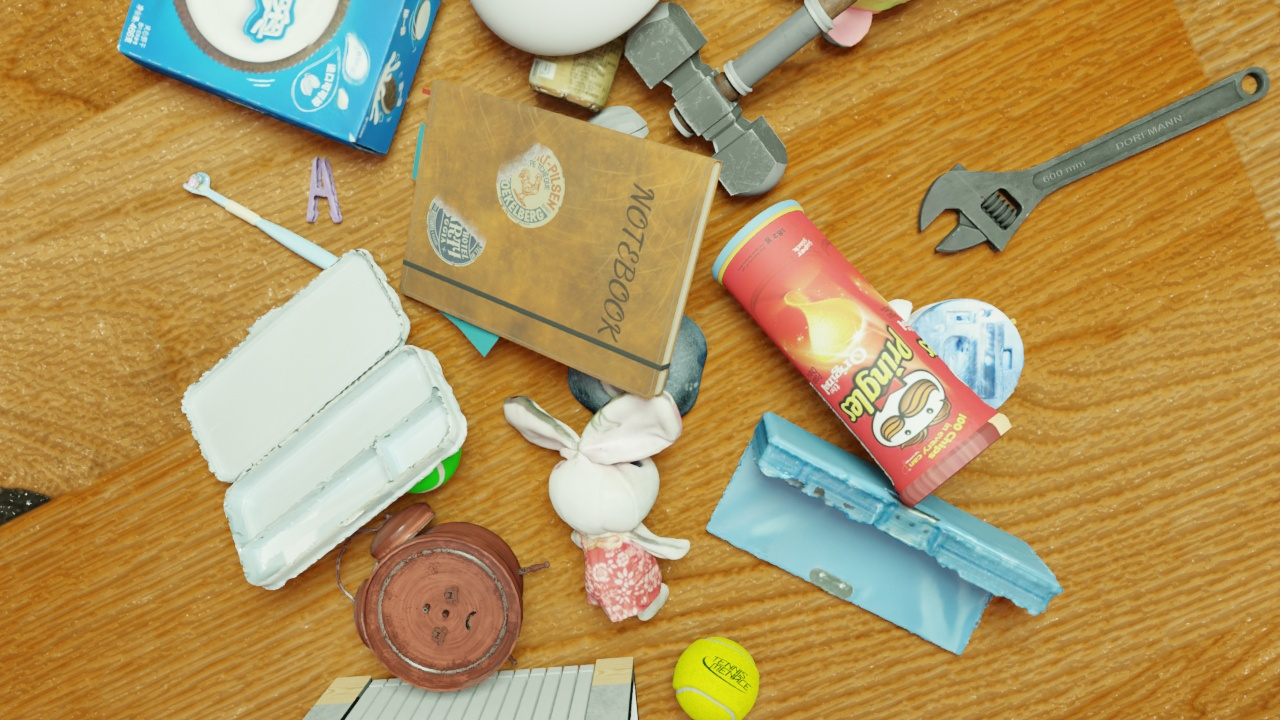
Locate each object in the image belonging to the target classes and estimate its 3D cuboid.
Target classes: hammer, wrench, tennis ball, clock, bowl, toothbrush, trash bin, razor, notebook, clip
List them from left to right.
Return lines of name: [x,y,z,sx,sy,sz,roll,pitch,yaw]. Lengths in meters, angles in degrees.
toothbrush: [-0.281,-0.101,0.709,0.155,0.022,0.016,31,138,-1]
clip: [-0.240,-0.127,0.707,0.043,0.014,0.051,25,98,-1]
tennis ball: [-0.169,0.068,0.697,0.065,0.065,0.065,0,96,2]
clock: [-0.160,0.177,0.705,0.157,0.072,0.120,18,96,-1]
trash bin: [-0.125,0.328,0.684,0.247,0.142,0.142,-5,96,3]
notebook: [-0.076,-0.083,0.644,0.249,0.014,0.179,23,110,25]
bowl: [-0.055,-0.296,0.601,0.177,0.066,0.176,-3,82,24]
bowl: [-0.004,0.004,0.690,0.110,0.055,0.110,0,96,3]
razor: [0.002,-0.126,0.676,0.047,0.088,0.116,-30,113,4]
tennis ball: [0.058,0.248,0.708,0.065,0.065,0.065,0,96,2]
hammer: [0.147,-0.248,0.590,0.323,0.042,0.156,-32,104,30]
clock: [0.217,-0.002,0.683,0.125,0.052,0.089,0,97,2]
wrench: [0.335,-0.152,0.681,0.273,0.018,0.073,-25,94,3]

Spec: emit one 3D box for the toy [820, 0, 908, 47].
toy: [0.176,-0.323,0.629,0.197,0.107,0.150,-43,96,-2]

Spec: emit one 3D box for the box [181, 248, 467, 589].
box: [-0.241,0.043,0.681,0.209,0.045,0.191,-39,68,10]

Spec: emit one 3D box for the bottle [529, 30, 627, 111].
bottle: [-0.030,-0.266,0.654,0.059,0.059,0.166,18,101,0]

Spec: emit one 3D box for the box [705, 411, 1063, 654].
box: [0.171,0.142,0.683,0.231,0.094,0.112,27,100,-1]

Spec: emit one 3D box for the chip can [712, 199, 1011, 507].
chip can: [0.148,-0.008,0.635,0.087,0.087,0.213,-41,73,5]

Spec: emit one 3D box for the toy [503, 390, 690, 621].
toy: [-0.021,0.110,0.684,0.159,0.084,0.194,-8,108,36]

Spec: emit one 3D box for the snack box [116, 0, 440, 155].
snack box: [-0.241,-0.293,0.659,0.195,0.056,0.239,22,96,6]
